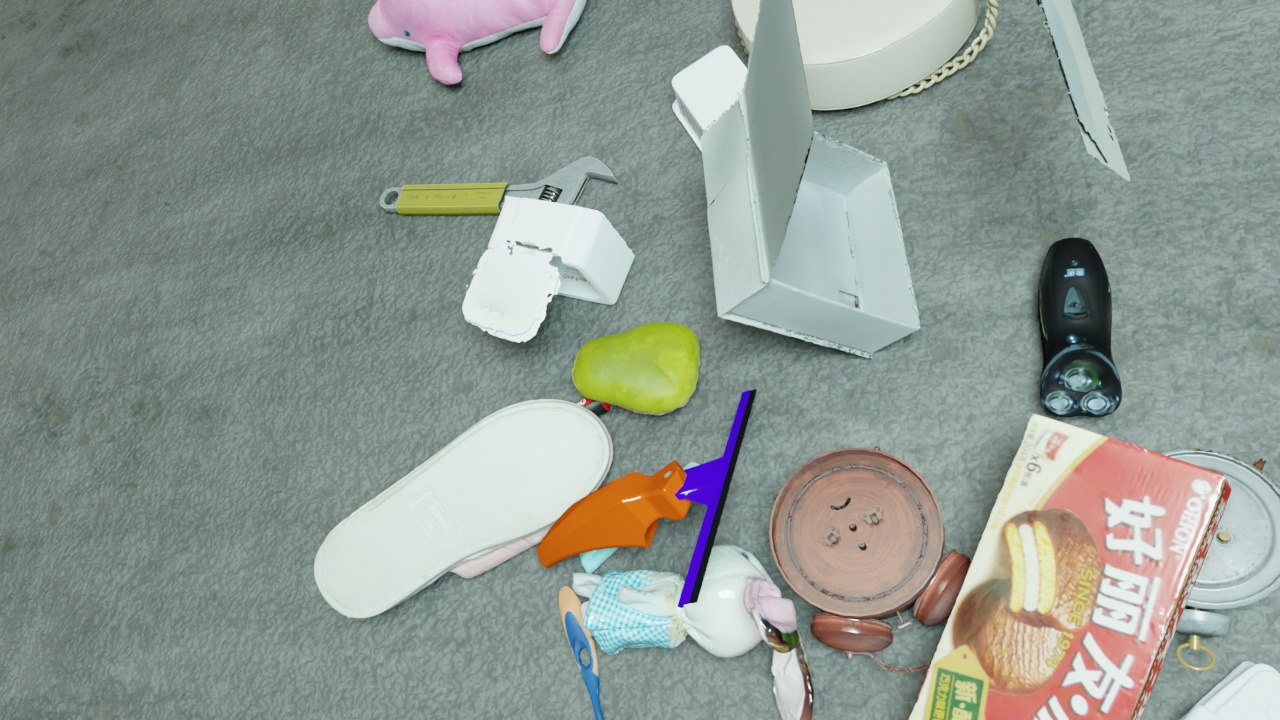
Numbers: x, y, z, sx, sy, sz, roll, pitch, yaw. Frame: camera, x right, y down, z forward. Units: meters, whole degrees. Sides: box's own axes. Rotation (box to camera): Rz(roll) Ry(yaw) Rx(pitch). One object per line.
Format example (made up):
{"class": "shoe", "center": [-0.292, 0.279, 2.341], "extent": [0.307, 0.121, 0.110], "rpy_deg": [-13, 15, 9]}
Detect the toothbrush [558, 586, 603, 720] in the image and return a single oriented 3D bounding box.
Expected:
{"class": "toothbrush", "center": [-0.042, 0.242, 0.724], "extent": [0.021, 0.017, 0.135], "rpy_deg": [-24, 59, 6]}

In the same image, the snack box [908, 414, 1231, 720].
{"class": "snack box", "center": [0.263, 0.163, 0.573], "extent": [0.113, 0.060, 0.236], "rpy_deg": [22, 92, 37]}

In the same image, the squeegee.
{"class": "squeegee", "center": [-0.012, 0.117, 0.704], "extent": [0.185, 0.055, 0.248], "rpy_deg": [-32, 16, 30]}

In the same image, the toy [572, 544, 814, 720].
{"class": "toy", "center": [0.039, 0.185, 0.685], "extent": [0.206, 0.131, 0.105], "rpy_deg": [2, 37, 33]}

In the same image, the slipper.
{"class": "slipper", "center": [-0.148, 0.124, 0.778], "extent": [0.274, 0.054, 0.114], "rpy_deg": [-29, 86, 0]}

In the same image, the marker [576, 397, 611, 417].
{"class": "marker", "center": [-0.089, 0.070, 0.811], "extent": [0.145, 0.021, 0.023], "rpy_deg": [-33, 67, 6]}

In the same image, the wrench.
{"class": "wrench", "center": [-0.153, -0.169, 0.941], "extent": [0.274, 0.018, 0.083], "rpy_deg": [4, 70, 23]}

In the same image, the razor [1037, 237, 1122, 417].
{"class": "razor", "center": [0.317, -0.028, 0.668], "extent": [0.053, 0.064, 0.140], "rpy_deg": [-2, 69, 20]}

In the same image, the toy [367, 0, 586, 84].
{"class": "toy", "center": [-0.191, -0.399, 0.995], "extent": [0.266, 0.128, 0.186], "rpy_deg": [0, 64, 16]}

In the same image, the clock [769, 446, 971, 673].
{"class": "clock", "center": [0.163, 0.142, 0.651], "extent": [0.121, 0.072, 0.157], "rpy_deg": [-28, 60, 8]}

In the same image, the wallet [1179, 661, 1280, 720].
{"class": "wallet", "center": [0.364, 0.246, 0.551], "extent": [0.116, 0.032, 0.086], "rpy_deg": [-46, 62, -2]}

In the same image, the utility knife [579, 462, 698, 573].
{"class": "utility knife", "center": [-0.001, 0.126, 0.756], "extent": [0.129, 0.015, 0.022], "rpy_deg": [-42, 64, -1]}

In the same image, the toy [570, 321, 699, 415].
{"class": "toy", "center": [-0.005, 0.005, 0.782], "extent": [0.110, 0.051, 0.089], "rpy_deg": [3, 61, 6]}

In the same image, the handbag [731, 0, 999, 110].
{"class": "handbag", "center": [0.191, -0.335, 0.829], "extent": [0.211, 0.103, 0.208], "rpy_deg": [-28, 57, 7]}

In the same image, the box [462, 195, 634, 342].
{"class": "box", "center": [-0.088, -0.066, 0.812], "extent": [0.109, 0.124, 0.136], "rpy_deg": [11, 75, 24]}

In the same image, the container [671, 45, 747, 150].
{"class": "container", "center": [0.082, -0.234, 0.857], "extent": [0.081, 0.049, 0.129], "rpy_deg": [-32, 60, 6]}

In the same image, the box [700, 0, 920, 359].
{"class": "box", "center": [0.102, -0.140, 0.624], "extent": [0.150, 0.369, 0.166], "rpy_deg": [-11, 65, 14]}

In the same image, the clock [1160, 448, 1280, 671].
{"class": "clock", "center": [0.358, 0.124, 0.591], "extent": [0.104, 0.056, 0.147], "rpy_deg": [4, 68, 25]}
